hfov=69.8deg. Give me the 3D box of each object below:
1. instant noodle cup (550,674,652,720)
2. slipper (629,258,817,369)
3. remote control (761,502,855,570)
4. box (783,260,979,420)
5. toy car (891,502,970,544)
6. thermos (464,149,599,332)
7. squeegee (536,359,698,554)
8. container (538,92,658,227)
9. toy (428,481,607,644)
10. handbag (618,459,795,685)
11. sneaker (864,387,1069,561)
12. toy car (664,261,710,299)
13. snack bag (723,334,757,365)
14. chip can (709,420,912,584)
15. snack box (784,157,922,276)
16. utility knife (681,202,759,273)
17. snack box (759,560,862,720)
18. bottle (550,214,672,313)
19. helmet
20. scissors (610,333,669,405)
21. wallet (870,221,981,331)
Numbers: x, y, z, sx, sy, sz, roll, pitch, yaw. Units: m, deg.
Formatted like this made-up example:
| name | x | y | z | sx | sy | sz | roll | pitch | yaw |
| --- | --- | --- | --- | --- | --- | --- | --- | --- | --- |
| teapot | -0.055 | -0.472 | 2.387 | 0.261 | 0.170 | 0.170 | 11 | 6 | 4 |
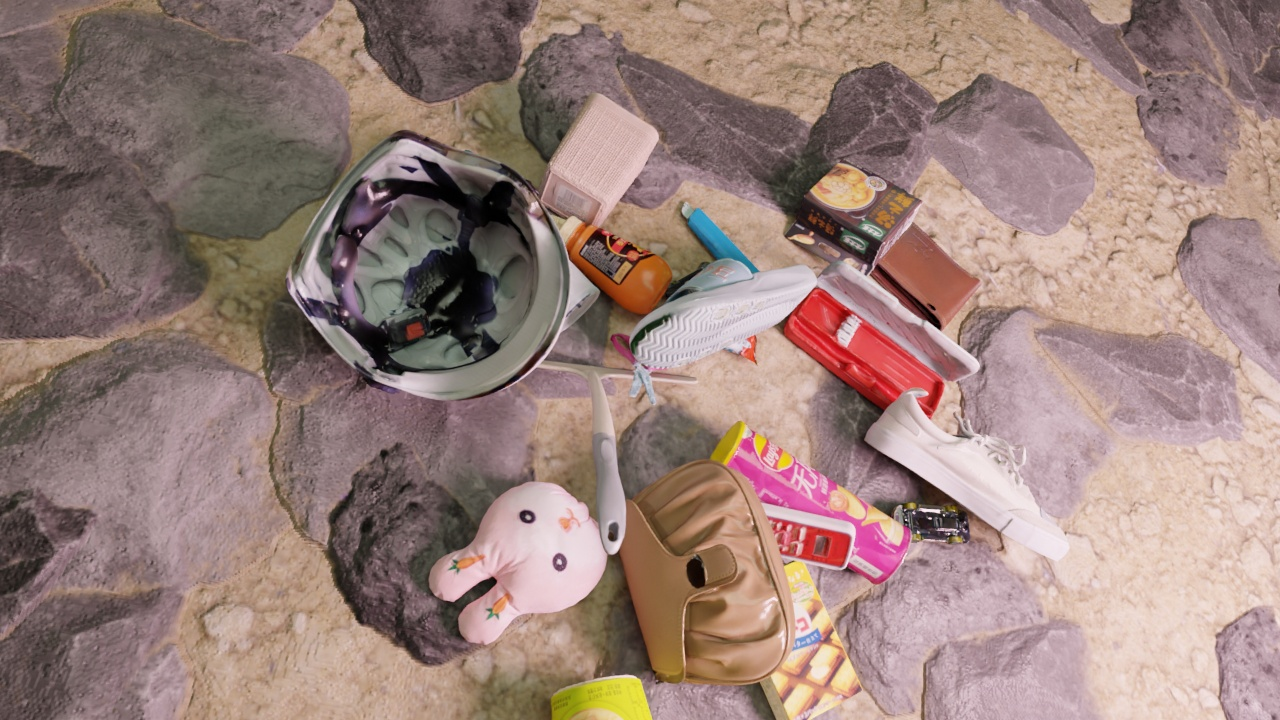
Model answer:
| name | x | y | z | sx | sy | sz | roll | pitch | yaw |
| --- | --- | --- | --- | --- | --- | --- | --- | --- | --- |
| instant noodle cup | -0.029 | 0.337 | 0.776 | 0.111 | 0.112 | 0.123 | -3 | 61 | -20 |
| slipper | 0.088 | -0.064 | 0.955 | 0.244 | 0.104 | 0.074 | -19 | 68 | -38 |
| remote control | 0.141 | 0.171 | 0.907 | 0.136 | 0.056 | 0.020 | 12 | 32 | 9 |
| box | 0.273 | -0.023 | 1.030 | 0.201 | 0.102 | 0.095 | 36 | 60 | -1 |
| toy car | 0.312 | 0.179 | 0.994 | 0.090 | 0.035 | 0.042 | 7 | 64 | -16 |
| thermos | -0.137 | -0.128 | 0.955 | 0.220 | 0.070 | 0.070 | 47 | 61 | 4 |
| squeegee | -0.038 | 0.072 | 0.859 | 0.246 | 0.039 | 0.246 | 7 | 40 | -16 |
| container | -0.051 | -0.213 | 1.010 | 0.090 | 0.090 | 0.110 | 32 | 65 | -4 |
| toy | -0.109 | 0.185 | 0.841 | 0.159 | 0.054 | 0.121 | -36 | 82 | -20 |
| handbag | 0.057 | 0.198 | 0.847 | 0.148 | 0.099 | 0.204 | -22 | 72 | 12 |
| sneaker | 0.368 | 0.118 | 0.996 | 0.242 | 0.089 | 0.091 | 35 | 95 | 4 |
| toy car | 0.068 | -0.086 | 1.022 | 0.090 | 0.043 | 0.034 | -30 | 113 | -32 |
| snack bag | 0.085 | -0.030 | 1.011 | 0.104 | 0.026 | 0.048 | 18 | 43 | -10 |
| chip can | 0.171 | 0.146 | 0.940 | 0.210 | 0.072 | 0.071 | 32 | 61 | -4 |
| snack box | 0.257 | -0.172 | 1.105 | 0.113 | 0.053 | 0.125 | 34 | 55 | 17 |
| utility knife | 0.100 | -0.124 | 1.062 | 0.034 | 0.018 | 0.159 | -35 | 81 | -32 |
| snack box | 0.148 | 0.276 | 0.899 | 0.086 | 0.034 | 0.140 | -17 | 72 | -25 |
| bottle | -0.040 | -0.111 | 0.987 | 0.149 | 0.067 | 0.066 | 33 | 61 | 5 |
| helmet | -0.178 | -0.070 | 0.859 | 0.259 | 0.146 | 0.229 | 29 | 85 | 8 |
| scissors | -0.007 | 0.006 | 0.931 | 0.083 | 0.017 | 0.137 | 28 | 24 | -1 |
| wallet | 0.352 | -0.106 | 1.134 | 0.124 | 0.032 | 0.101 | 43 | 59 | 3 |
